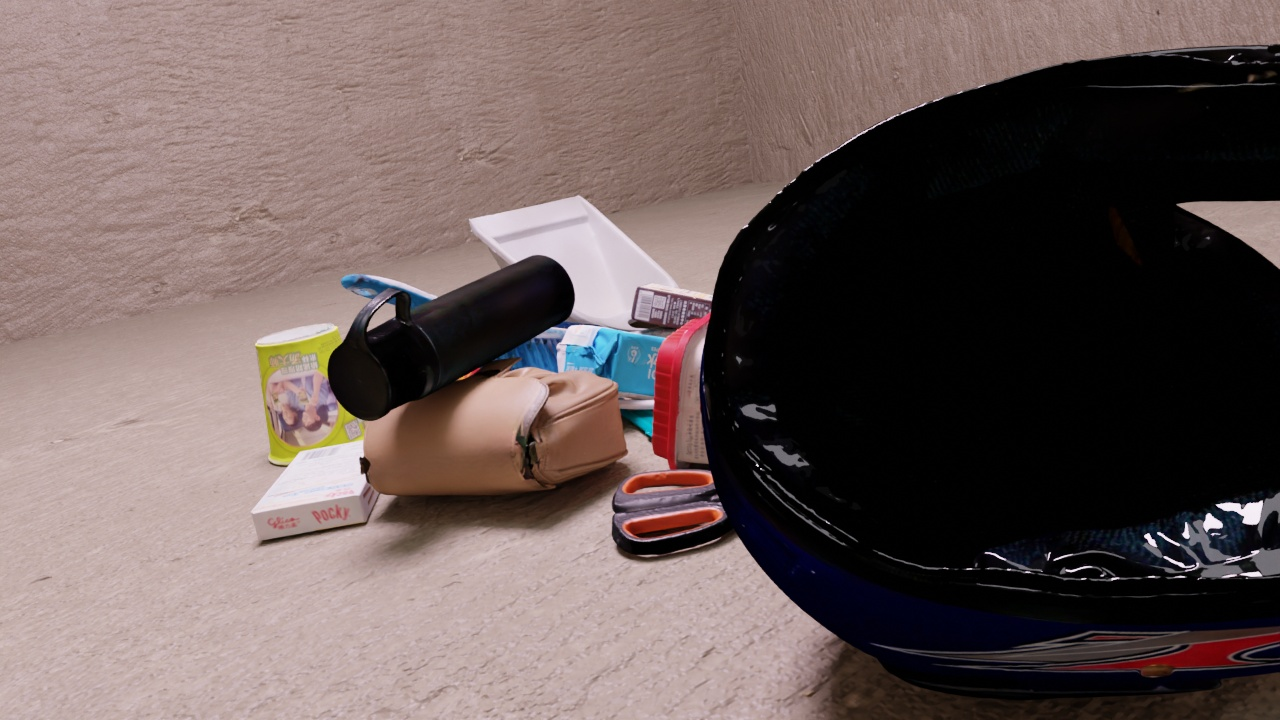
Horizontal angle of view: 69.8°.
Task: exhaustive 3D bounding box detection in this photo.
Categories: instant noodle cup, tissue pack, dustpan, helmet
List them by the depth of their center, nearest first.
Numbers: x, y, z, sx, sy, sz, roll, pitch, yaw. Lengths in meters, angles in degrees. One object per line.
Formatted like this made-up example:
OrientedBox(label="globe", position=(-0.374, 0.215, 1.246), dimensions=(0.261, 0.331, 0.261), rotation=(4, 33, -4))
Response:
OrientedBox(label="helmet", position=(0.188, 0.018, 0.395), dimensions=(0.316, 0.247, 0.240), rotation=(-5, -20, 27))
OrientedBox(label="instant noodle cup", position=(0.085, 0.030, 0.711), dimensions=(0.124, 0.117, 0.116), rotation=(11, 21, 21))
OrientedBox(label="tissue pack", position=(-0.005, 0.005, 0.891), dimensions=(0.139, 0.063, 0.090), rotation=(9, 0, -38))
OrientedBox(label="instant noodle cup", position=(-0.335, 0.029, 0.934), dimensions=(0.112, 0.123, 0.111), rotation=(-9, 14, 2))
OrientedBox(label="dustpan", position=(-0.064, -0.128, 1.260), dimensions=(0.222, 0.257, 0.143), rotation=(-23, -4, -45))

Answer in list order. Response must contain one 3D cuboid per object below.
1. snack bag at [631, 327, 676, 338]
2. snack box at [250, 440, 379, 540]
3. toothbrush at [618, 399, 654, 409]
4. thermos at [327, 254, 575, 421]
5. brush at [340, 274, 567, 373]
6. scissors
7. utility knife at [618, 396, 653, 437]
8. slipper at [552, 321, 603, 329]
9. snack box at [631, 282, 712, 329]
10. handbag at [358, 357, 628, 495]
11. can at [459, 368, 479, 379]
OrientedBox(label="snack bag", position=(0.015, -0.026, 1.131), dimensions=(0.105, 0.026, 0.045), rotation=(-10, 9, -10))
OrientedBox(label="snack box", position=(-0.266, 0.105, 0.786), dimensions=(0.084, 0.027, 0.156), rotation=(-10, 14, -4))
OrientedBox(label="toothbrush", position=(0.056, 0.044, 0.824), dimensions=(0.180, 0.016, 0.016), rotation=(1, 4, 23))
OrientedBox(label="thermos", position=(-0.141, -0.034, 0.739), dimensions=(0.068, 0.090, 0.241), rotation=(20, 27, 21))
OrientedBox(label="brush", position=(-0.147, -0.013, 0.845), dimensions=(0.061, 0.109, 0.313), rotation=(-8, -4, 30))
OrientedBox(label="scissors", position=(0.092, 0.099, 0.609), dimensions=(0.235, 0.022, 0.138), rotation=(1, 24, 20))
OrientedBox(label="utility knife", position=(-0.009, 0.047, 0.881), dimensions=(0.029, 0.013, 0.219), rotation=(-9, 13, -19))
OrientedBox(label="slipper", position=(-0.137, -0.034, 1.072), dimensions=(0.253, 0.095, 0.104), rotation=(2, 25, 35))
OrientedBox(label="snack box", position=(0.061, -0.067, 1.144), dimensions=(0.126, 0.053, 0.113), rotation=(13, 9, 8))
OrientedBox(label="handbag", position=(-0.119, 0.054, 0.743), dimensions=(0.205, 0.100, 0.147), rotation=(-7, 8, 26))
OrientedBox(label="can", position=(-0.184, 0.034, 0.965), dimensions=(0.133, 0.053, 0.053), rotation=(-1, 16, 29))
